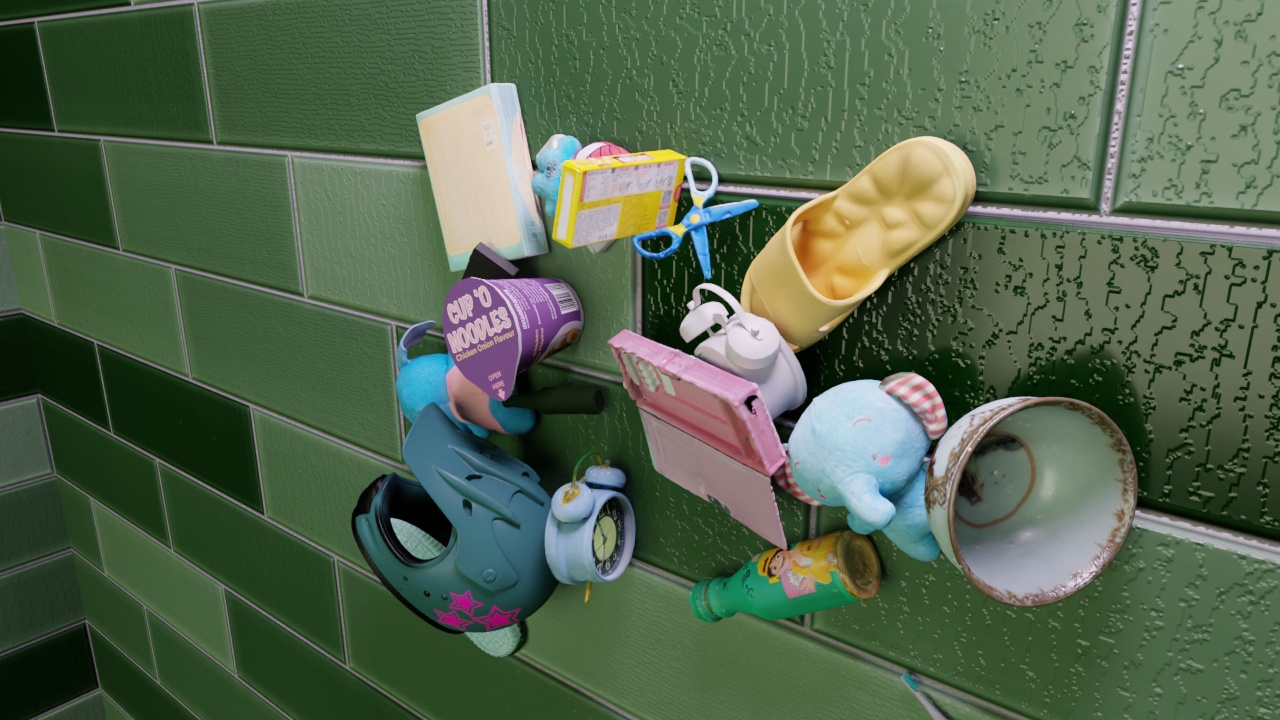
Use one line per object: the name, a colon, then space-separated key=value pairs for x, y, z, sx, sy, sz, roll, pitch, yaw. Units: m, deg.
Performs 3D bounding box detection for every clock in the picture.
clock: x=-0.057 y=0.180 z=1.034 sx=0.060 sy=0.117 sz=0.162 roll=1 pitch=111 yaw=29
clock: x=0.094 y=-0.005 z=0.847 sx=0.120 sy=0.061 sz=0.159 roll=27 pitch=146 yaw=54

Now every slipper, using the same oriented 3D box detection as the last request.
slipper: x=0.163 y=-0.091 z=0.784 sx=0.264 sy=0.078 sz=0.099 roll=-41 pitch=72 yaw=44
slipper: x=-0.263 y=0.301 z=1.283 sx=0.276 sy=0.069 sz=0.116 roll=42 pitch=127 yaw=5

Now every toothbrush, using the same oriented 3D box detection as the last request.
toothbrush: x=0.307 y=0.366 z=0.842 sx=0.188 sy=0.018 sz=0.019 roll=49 pitch=131 yaw=18

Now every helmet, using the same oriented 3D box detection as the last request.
helmet: x=-0.207 y=0.194 z=1.099 sx=0.201 sy=0.176 sz=0.275 roll=-38 pitch=105 yaw=24

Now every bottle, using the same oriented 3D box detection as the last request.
bottle: x=0.135 y=0.223 z=0.912 sx=0.210 sy=0.067 sz=0.068 roll=-28 pitch=84 yaw=42
bottle: x=-0.103 y=0.047 z=1.062 sx=0.123 sy=0.033 sz=0.033 roll=-2 pitch=103 yaw=22

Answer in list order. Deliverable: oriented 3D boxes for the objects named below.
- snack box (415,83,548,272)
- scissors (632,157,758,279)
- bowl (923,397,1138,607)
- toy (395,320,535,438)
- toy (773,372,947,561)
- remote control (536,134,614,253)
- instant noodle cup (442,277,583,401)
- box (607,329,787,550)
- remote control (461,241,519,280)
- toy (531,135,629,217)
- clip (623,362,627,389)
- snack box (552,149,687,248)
snack box: x=-0.187 y=-0.208 z=1.070 sx=0.142 sy=0.044 sz=0.193 roll=-5 pitch=100 yaw=42
scissors: x=0.051 y=-0.135 z=0.876 sx=0.125 sy=0.013 sz=0.126 roll=-12 pitch=78 yaw=11
bowl: x=0.284 y=0.098 z=0.711 sx=0.094 sy=0.159 sz=0.160 roll=-145 pitch=46 yaw=-74
toy: x=-0.219 y=0.054 z=1.155 sx=0.192 sy=0.098 sz=0.224 roll=-10 pitch=104 yaw=31
toy: x=0.206 y=0.105 z=0.794 sx=0.184 sy=0.114 sz=0.180 roll=-39 pitch=88 yaw=36
remote control: x=-0.070 y=-0.180 z=0.992 sx=0.050 sy=0.022 sz=0.133 roll=-41 pitch=76 yaw=40
instant noodle cup: x=-0.131 y=-0.035 z=1.023 sx=0.122 sy=0.121 sz=0.137 roll=-22 pitch=89 yaw=42
box: x=0.060 y=0.069 z=0.898 sx=0.233 sy=0.040 sz=0.179 roll=26 pitch=142 yaw=55
remote control: x=-0.186 y=-0.085 z=1.093 sx=0.058 sy=0.013 sz=0.134 roll=37 pitch=145 yaw=-2
toy: x=-0.056 y=-0.183 z=0.944 sx=0.133 sy=0.062 sz=0.092 roll=19 pitch=88 yaw=23
clip: x=-0.012 y=0.008 z=1.005 sx=0.045 sy=0.023 sz=0.059 roll=-37 pitch=84 yaw=40
snack box: x=-0.017 y=-0.155 z=0.868 sx=0.025 sy=0.151 sz=0.075 roll=30 pitch=122 yaw=32
